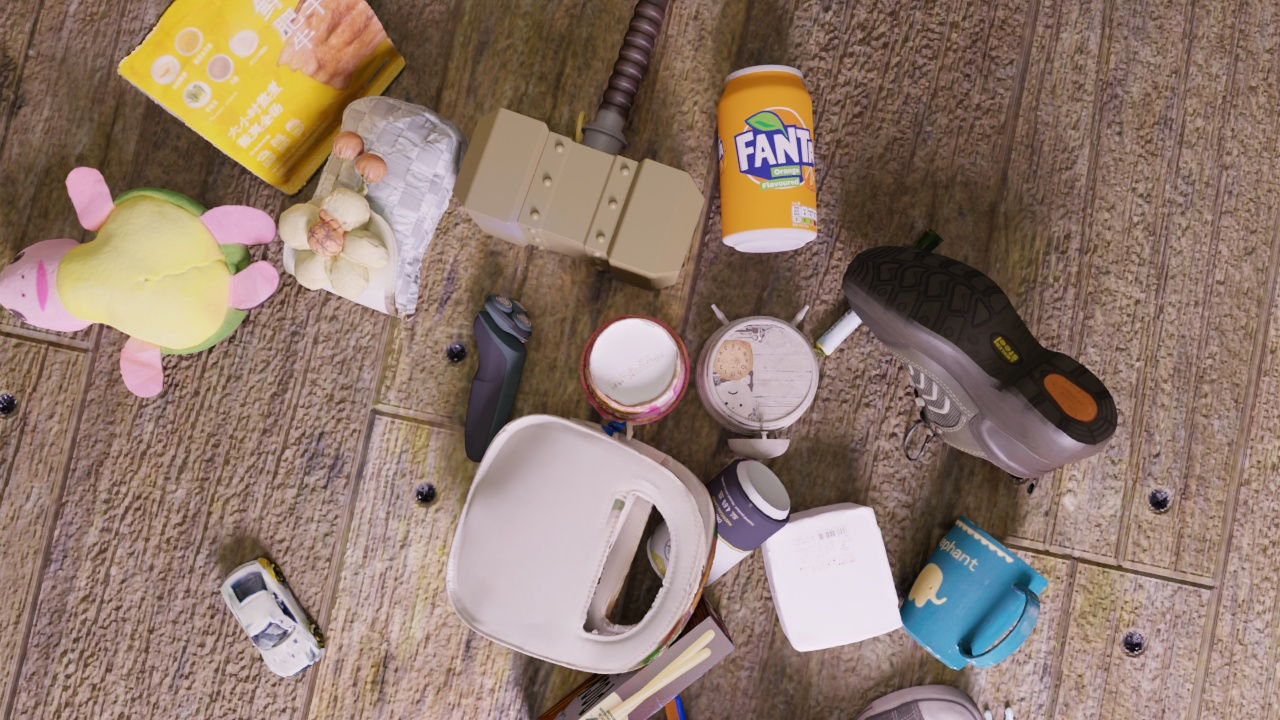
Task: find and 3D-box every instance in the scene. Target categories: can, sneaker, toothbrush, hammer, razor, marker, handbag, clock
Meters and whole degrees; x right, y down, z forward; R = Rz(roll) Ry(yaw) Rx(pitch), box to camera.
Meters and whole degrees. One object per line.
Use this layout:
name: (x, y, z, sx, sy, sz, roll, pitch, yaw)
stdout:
can: (0.106, -0.166, 0.771, 0.079, 0.079, 0.142, -2, 87, 0)
sneaker: (0.184, 0.349, 0.727, 0.234, 0.120, 0.095, -27, 87, -4)
toothbrush: (0.040, 0.376, 0.776, 0.018, 0.016, 0.182, -7, 87, 5)
hammer: (-0.009, -0.241, 0.764, 0.190, 0.101, 0.324, 20, 87, 1)
razor: (-0.126, 0.016, 0.782, 0.052, 0.047, 0.143, 14, 92, 29)
sneaker: (0.260, 0.014, 0.760, 0.100, 0.143, 0.238, -33, 64, -25)
marker: (0.206, -0.058, 0.797, 0.017, 0.017, 0.146, 45, 88, 2)
handbag: (-0.037, 0.145, 0.733, 0.200, 0.093, 0.200, 20, 88, 23)
clock: (0.100, 0.032, 0.771, 0.103, 0.061, 0.156, 1, 85, 0)
can: (0.059, 0.138, 0.747, 0.064, 0.064, 0.128, 47, 115, 2)
handbag: (-0.218, -0.132, 0.748, 0.112, 0.123, 0.171, 22, 93, 7)

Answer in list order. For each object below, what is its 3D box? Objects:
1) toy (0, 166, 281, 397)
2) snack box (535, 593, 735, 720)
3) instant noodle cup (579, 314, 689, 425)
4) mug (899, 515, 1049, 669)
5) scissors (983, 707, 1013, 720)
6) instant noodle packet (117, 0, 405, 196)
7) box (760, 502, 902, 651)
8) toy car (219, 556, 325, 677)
toy: (-0.414, -0.069, 0.763, 0.238, 0.087, 0.190, -11, 107, 4)
snack box: (-0.012, 0.264, 0.739, 0.186, 0.101, 0.031, -38, 88, -2)
instant noodle cup: (-0.004, 0.004, 0.748, 0.098, 0.108, 0.097, 0, 86, -1)
mug: (0.269, 0.197, 0.739, 0.084, 0.112, 0.104, 37, 94, -17)
scissors: (0.307, 0.381, 0.778, 0.078, 0.033, 0.175, -10, 83, 2)
instant noodle packet: (-0.289, -0.239, 0.704, 0.084, 0.221, 0.163, 40, 86, 5)
box: (0.158, 0.177, 0.776, 0.102, 0.076, 0.107, -14, 89, -3)
toy car: (-0.312, 0.218, 0.776, 0.048, 0.033, 0.105, -35, 89, -3)
